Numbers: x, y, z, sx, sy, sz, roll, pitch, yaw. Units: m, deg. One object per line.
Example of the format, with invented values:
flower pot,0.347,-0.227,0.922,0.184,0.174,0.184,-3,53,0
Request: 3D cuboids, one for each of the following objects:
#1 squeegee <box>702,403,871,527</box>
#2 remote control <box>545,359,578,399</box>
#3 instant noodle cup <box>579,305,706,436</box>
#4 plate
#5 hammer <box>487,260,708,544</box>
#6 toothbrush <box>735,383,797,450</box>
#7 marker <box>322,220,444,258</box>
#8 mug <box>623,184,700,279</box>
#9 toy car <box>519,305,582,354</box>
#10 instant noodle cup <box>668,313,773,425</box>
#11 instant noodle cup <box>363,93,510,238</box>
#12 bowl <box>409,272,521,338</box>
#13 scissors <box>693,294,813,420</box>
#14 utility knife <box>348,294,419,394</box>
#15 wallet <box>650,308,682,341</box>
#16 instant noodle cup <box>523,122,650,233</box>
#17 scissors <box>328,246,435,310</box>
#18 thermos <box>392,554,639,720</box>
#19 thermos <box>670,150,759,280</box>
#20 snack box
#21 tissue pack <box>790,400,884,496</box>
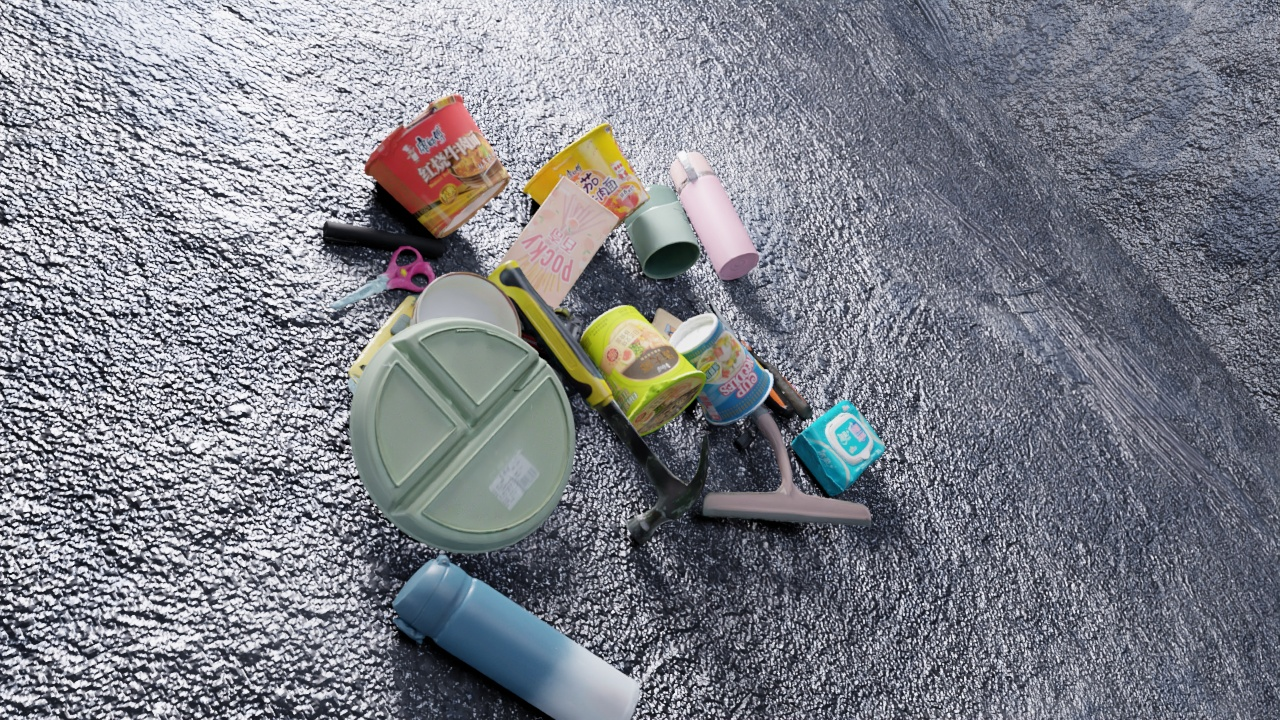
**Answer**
squeegee,0.152,0.086,1.132,0.247,0.040,0.249,8,43,-28
remote control,-0.117,0.030,0.984,0.136,0.024,0.053,-15,66,-48
instant noodle cup,-0.006,0.006,1.045,0.111,0.112,0.123,-15,59,-46
plate,-0.157,0.065,0.866,0.230,0.028,0.230,12,68,-32
hammer,-0.048,0.027,0.963,0.323,0.126,0.032,52,5,5
toothbrush,0.169,0.068,1.205,0.018,0.014,0.188,47,39,3
marker,-0.274,-0.129,0.989,0.131,0.020,0.022,6,68,-37
mug,0.031,-0.171,1.247,0.111,0.082,0.106,39,27,-59
toy car,-0.125,-0.040,1.019,0.120,0.045,0.052,23,49,-8
instant noodle cup,0.089,0.006,1.100,0.110,0.099,0.099,51,36,-25
instant noodle cup,-0.220,-0.211,1.026,0.108,0.138,0.137,50,39,-8
bowl,-0.185,-0.027,0.936,0.113,0.062,0.113,13,66,-31
scissors,0.143,-0.005,1.204,0.229,0.022,0.189,43,20,-3
utility knife,-0.252,-0.018,0.922,0.031,0.018,0.165,31,46,-8
wallet,0.038,-0.011,1.155,0.087,0.024,0.114,39,41,-15
instant noodle cup,-0.061,-0.215,1.161,0.110,0.138,0.137,51,39,-5
scissors,-0.270,-0.080,0.954,0.133,0.017,0.056,-36,98,-46
thermos,-0.106,0.247,0.781,0.220,0.070,0.070,35,41,-10
thermos,0.103,-0.219,1.342,0.198,0.067,0.087,67,8,22
snack box,-0.101,-0.129,1.071,0.084,0.026,0.157,36,72,-11
tissue pack,0.262,0.115,1.216,0.093,0.050,0.133,53,41,8
